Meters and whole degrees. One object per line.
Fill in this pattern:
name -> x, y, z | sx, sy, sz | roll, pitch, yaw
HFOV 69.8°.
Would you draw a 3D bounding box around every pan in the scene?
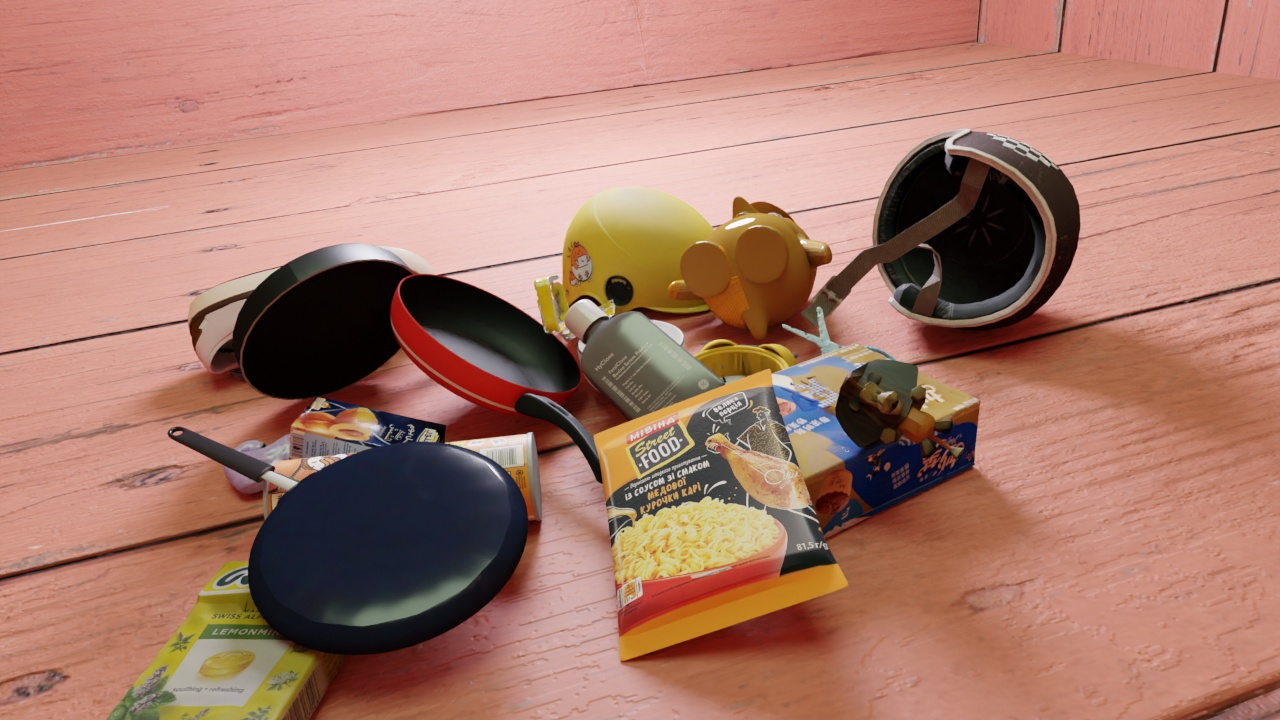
pan -> -0.281, -0.046, 1.029 | 0.354, 0.205, 0.044 | -6, 50, -52
pan -> -0.123, 0.022, 0.897 | 0.208, 0.067, 0.356 | 16, 24, -42
pan -> -0.249, 0.104, 0.699 | 0.357, 0.021, 0.198 | 17, 41, 27

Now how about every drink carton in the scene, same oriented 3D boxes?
drink carton -> -0.250, 0.076, 0.852 | 0.130, 0.040, 0.064 | 13, 27, -1

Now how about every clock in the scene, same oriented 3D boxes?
clock -> 0.098, 0.022, 0.932 | 0.114, 0.052, 0.151 | 6, 32, 21

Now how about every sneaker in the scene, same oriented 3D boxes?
sneaker -> -0.387, -0.050, 1.092 | 0.293, 0.112, 0.116 | -12, 51, -10

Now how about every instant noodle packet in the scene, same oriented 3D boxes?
instant noodle packet -> 0.047, 0.106, 0.693 | 0.160, 0.032, 0.220 | -21, 40, 9

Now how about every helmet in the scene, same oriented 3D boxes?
helmet -> 0.358, -0.136, 1.027 | 0.234, 0.234, 0.252 | 24, 25, 21
helmet -> 0.007, -0.157, 1.219 | 0.240, 0.140, 0.208 | 12, 30, 31

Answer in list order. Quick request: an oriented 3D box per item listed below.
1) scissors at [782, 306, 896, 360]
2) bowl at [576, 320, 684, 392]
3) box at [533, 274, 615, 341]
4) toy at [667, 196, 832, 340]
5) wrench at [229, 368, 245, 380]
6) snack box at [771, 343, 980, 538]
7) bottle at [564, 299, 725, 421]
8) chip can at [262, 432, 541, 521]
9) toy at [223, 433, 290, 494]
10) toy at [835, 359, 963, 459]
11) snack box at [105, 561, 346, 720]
scissors -> 0.204, 0.003, 0.951 | 0.135, 0.015, 0.135 | 21, 50, 2
bowl -> -0.008, 0.006, 0.967 | 0.113, 0.063, 0.113 | -4, 25, 2
box -> -0.081, -0.072, 1.055 | 0.079, 0.080, 0.209 | -31, 5, 2
toy -> 0.148, -0.123, 1.117 | 0.199, 0.162, 0.202 | -13, 8, 27
wrench -> -0.362, -0.013, 1.134 | 0.273, 0.010, 0.070 | -10, 26, -12
snack box -> 0.166, 0.066, 0.802 | 0.202, 0.069, 0.155 | -18, 30, -27
bottle -> -0.005, 0.005, 0.873 | 0.083, 0.046, 0.174 | -45, 65, -6
chip can -> -0.194, 0.109, 0.769 | 0.215, 0.075, 0.075 | -6, 25, -3
toy -> -0.347, 0.091, 0.880 | 0.099, 0.036, 0.080 | -25, 34, -34
toy -> 0.201, 0.043, 0.706 | 0.100, 0.076, 0.062 | 35, -3, 24
snack box -> -0.266, 0.203, 0.618 | 0.121, 0.045, 0.180 | -1, 25, 9
